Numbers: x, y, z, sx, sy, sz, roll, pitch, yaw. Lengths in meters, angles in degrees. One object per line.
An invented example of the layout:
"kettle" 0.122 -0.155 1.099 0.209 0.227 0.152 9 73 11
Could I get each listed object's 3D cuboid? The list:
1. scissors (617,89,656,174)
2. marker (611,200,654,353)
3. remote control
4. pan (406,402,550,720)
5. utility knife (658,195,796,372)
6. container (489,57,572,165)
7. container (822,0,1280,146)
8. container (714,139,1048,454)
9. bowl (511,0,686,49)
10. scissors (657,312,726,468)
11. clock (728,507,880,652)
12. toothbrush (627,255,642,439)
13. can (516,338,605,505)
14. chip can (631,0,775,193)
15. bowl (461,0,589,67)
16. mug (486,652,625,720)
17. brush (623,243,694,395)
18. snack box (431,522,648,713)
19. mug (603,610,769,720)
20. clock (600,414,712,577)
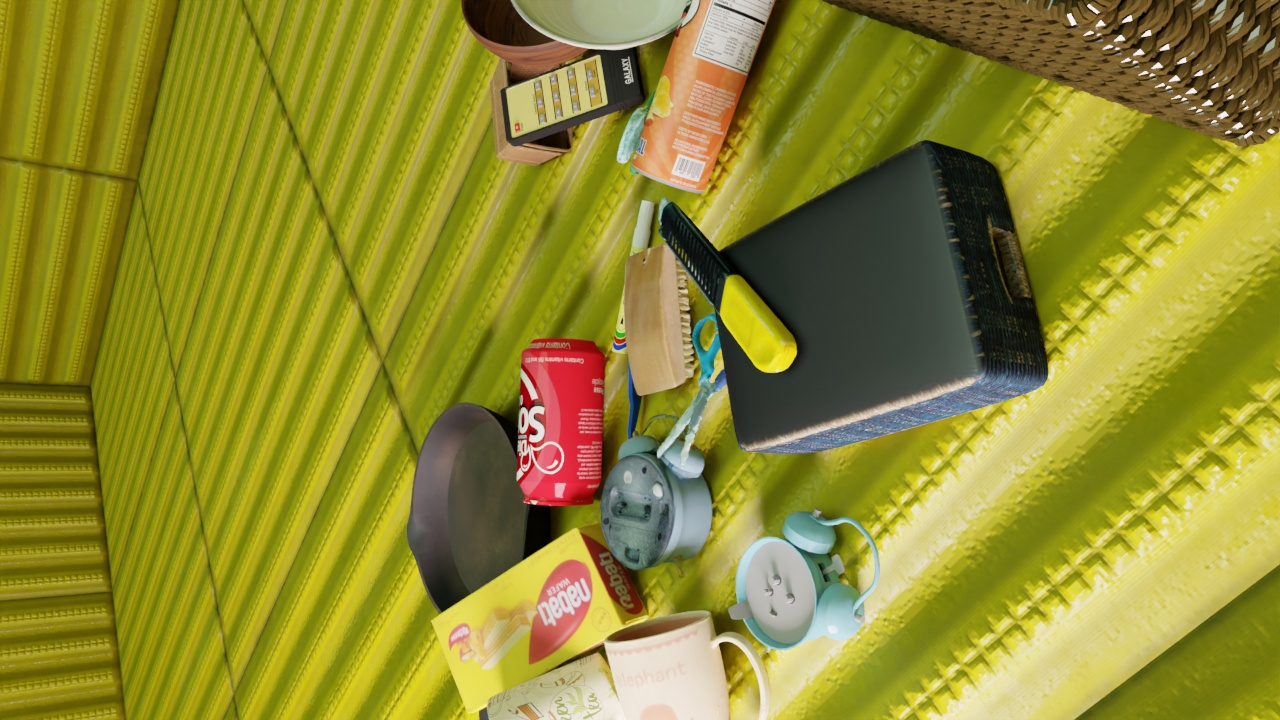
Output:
"scissors" 0.008 -0.206 0.742 0.012 0.119 0.129 24 122 6
"marker" -0.006 -0.072 0.792 0.014 0.014 0.132 21 102 50
"remote control" -0.063 -0.239 0.828 0.134 0.013 0.058 -15 73 18
"pan" -0.153 0.219 0.921 0.249 0.043 0.355 -26 68 46
"utility knife" 0.050 -0.055 0.604 0.029 0.020 0.171 -58 47 29
"container" -0.111 -0.249 0.906 0.061 0.063 0.114 -26 67 55
"container" 0.165 -0.259 0.449 0.321 0.204 0.177 44 119 44
"container" 0.135 -0.029 0.570 0.188 0.071 0.145 -25 68 47
"bowl" -0.022 -0.313 0.766 0.058 0.176 0.176 80 175 -67
"scissors" 0.056 0.024 0.677 0.086 0.015 0.134 7 70 45
"clock" 0.109 0.146 0.608 0.123 0.042 0.087 -44 54 41
"toothbrush" -0.005 0.005 0.775 0.011 0.016 0.186 -1 89 43
"can" -0.070 0.054 0.811 0.075 0.074 0.142 -3 84 51
"chip can" 0.056 -0.237 0.694 0.062 0.062 0.211 40 117 45
"bowl" -0.085 -0.323 0.854 0.147 0.069 0.147 -5 64 9
"mug" -0.057 0.299 0.736 0.081 0.097 0.122 64 174 -31
"brush" 0.016 -0.032 0.742 0.049 0.039 0.117 -16 74 49
"snack box" -0.092 0.226 0.801 0.201 0.042 0.092 -36 70 27
"mug" 0.038 0.241 0.666 0.112 0.085 0.104 -15 83 19
"clock" 0.014 0.104 0.722 0.089 0.051 0.124 -1 84 52
